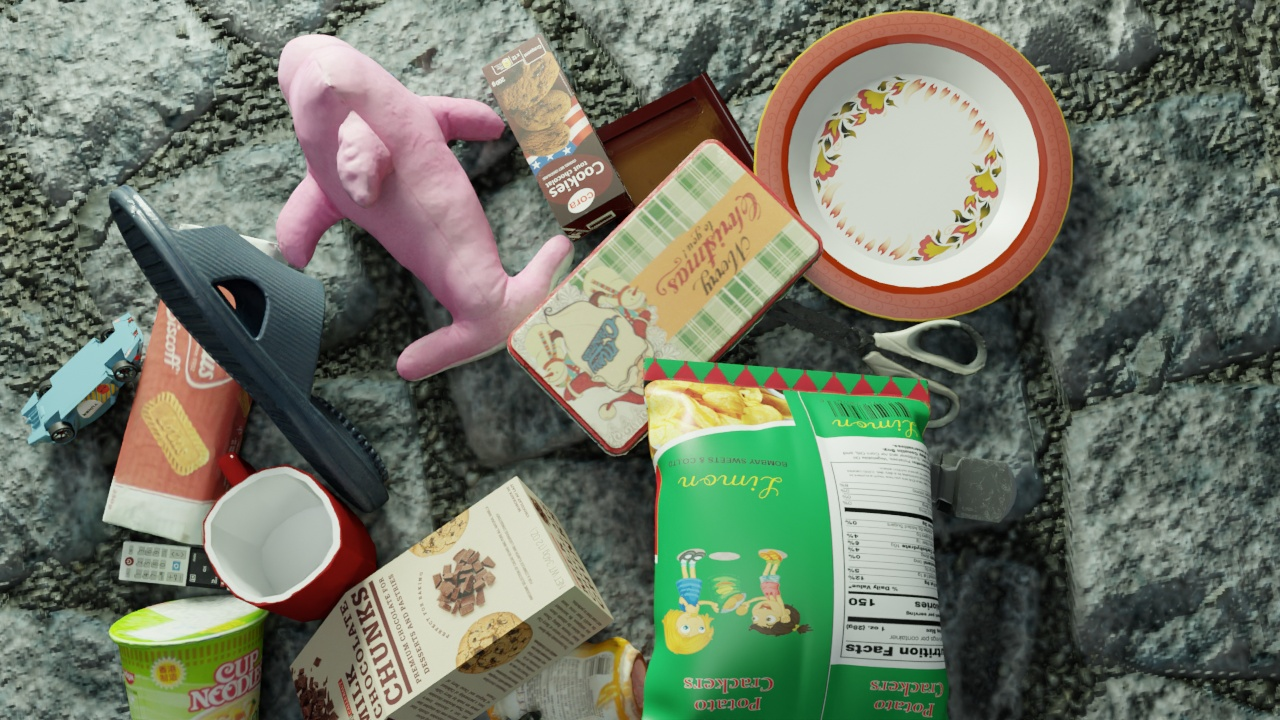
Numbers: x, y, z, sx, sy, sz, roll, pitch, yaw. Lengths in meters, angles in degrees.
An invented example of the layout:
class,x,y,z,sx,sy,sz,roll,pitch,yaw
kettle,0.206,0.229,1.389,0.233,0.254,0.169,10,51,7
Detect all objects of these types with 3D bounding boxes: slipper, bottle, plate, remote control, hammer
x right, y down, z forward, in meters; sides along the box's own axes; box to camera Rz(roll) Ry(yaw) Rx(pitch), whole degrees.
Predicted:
class,x,y,z,sx,sy,sz,roll,pitch,yaw
slipper,-0.237,-0.015,0.612,0.082,0.101,0.263,-42,111,-24
bottle,-0.051,0.226,0.629,0.109,0.063,0.063,-9,85,14
plate,0.198,-0.142,0.673,0.230,0.021,0.229,0,85,1
remote control,-0.312,0.150,0.663,0.124,0.012,0.028,5,85,1
hammer,0.166,0.216,0.639,0.156,0.043,0.322,8,88,2

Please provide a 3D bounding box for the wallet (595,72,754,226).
class,x,y,z,sx,sy,sz,roll,pitch,yaw
wallet,0.022,-0.149,0.681,0.115,0.018,0.091,-29,85,-3

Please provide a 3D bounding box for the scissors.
class,x,y,z,sx,sy,sz,roll,pitch,yaw
scissors,0.169,-0.019,0.654,0.133,0.012,0.169,-37,97,11

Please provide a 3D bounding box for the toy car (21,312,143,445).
class,x,y,z,sx,sy,sz,roll,pitch,yaw
toy car,-0.393,0.017,0.662,0.108,0.027,0.060,-43,52,-1

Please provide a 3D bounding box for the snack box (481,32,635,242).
class,x,y,z,sx,sy,sz,roll,pitch,yaw
snack box,-0.059,-0.160,0.657,0.051,0.032,0.141,-29,74,6

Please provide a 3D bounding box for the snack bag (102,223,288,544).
class,x,y,z,sx,sy,sz,roll,pitch,yaw
snack bag,-0.317,0.015,0.661,0.077,0.041,0.225,12,87,3

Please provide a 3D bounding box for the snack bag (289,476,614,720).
class,x,y,z,sx,sy,sz,roll,pitch,yaw
snack bag,-0.135,0.183,0.608,0.206,0.070,0.094,-34,51,-2

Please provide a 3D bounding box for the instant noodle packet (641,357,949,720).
class,x,y,z,sx,sy,sz,roll,pitch,yaw
instant noodle packet,0.095,0.125,0.563,0.195,0.090,0.252,4,71,-10

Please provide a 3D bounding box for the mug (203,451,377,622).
class,x,y,z,sx,sy,sz,roll,pitch,yaw
mug,-0.239,0.113,0.616,0.080,0.097,0.116,-36,74,-15

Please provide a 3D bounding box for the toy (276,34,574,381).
class,x,y,z,sx,sy,sz,roll,pitch,yaw
toy,-0.168,-0.120,0.627,0.186,0.128,0.265,-37,92,-6

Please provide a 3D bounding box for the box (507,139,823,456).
class,x,y,z,sx,sy,sz,roll,pitch,yaw
box,0.016,-0.042,0.626,0.205,0.050,0.117,-44,87,-3

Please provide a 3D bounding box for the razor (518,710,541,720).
class,x,y,z,sx,sy,sz,roll,pitch,yaw
razor,-0.097,0.264,0.620,0.042,0.026,0.106,43,121,5

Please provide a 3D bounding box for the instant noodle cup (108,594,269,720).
class,x,y,z,sx,sy,sz,roll,pitch,yaw
instant noodle cup,-0.300,0.225,0.621,0.099,0.099,0.108,-2,93,1
